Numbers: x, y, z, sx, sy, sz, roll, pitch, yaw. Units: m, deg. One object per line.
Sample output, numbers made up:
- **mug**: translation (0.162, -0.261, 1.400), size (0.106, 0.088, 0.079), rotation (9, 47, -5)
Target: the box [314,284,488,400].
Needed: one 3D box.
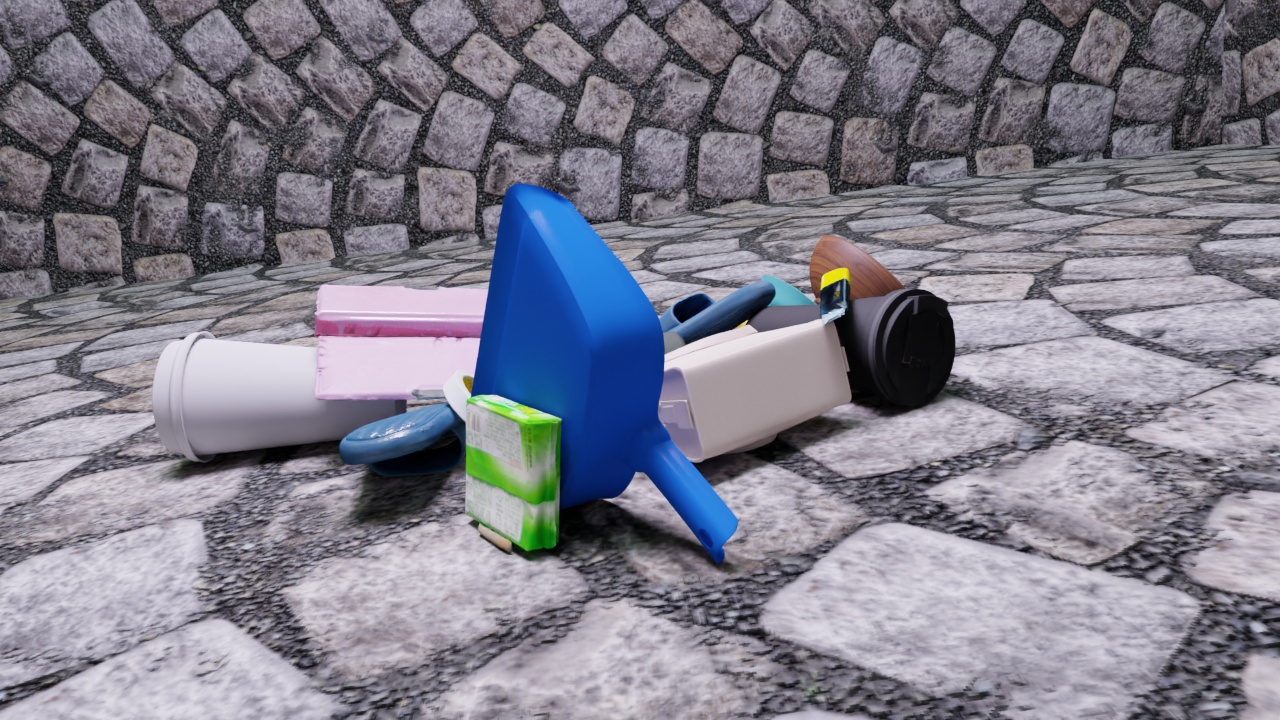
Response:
- **box**: translation (-0.207, -0.026, 0.928), size (0.232, 0.051, 0.180), rotation (0, 35, -19)

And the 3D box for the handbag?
- **handbag**: translation (0.053, 0.028, 0.826), size (0.194, 0.101, 0.198), rotation (-17, 5, -34)

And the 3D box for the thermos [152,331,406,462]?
- **thermos**: translation (-0.356, 0.036, 0.931), size (0.222, 0.131, 0.131), rotation (-1, 14, -6)

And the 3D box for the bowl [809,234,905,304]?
- **bowl**: translation (0.248, -0.073, 1.083), size (0.069, 0.147, 0.147), rotation (-48, 20, -2)

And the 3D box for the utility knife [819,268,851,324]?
- **utility knife**: translation (0.177, -0.058, 0.836), size (0.029, 0.020, 0.186), rotation (-20, 10, 18)

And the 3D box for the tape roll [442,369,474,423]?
- **tape roll**: translation (-0.137, 0.047, 0.835), size (0.019, 0.094, 0.094), rotation (-47, 13, 7)

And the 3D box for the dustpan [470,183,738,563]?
- **dustpan**: translation (-0.029, 0.045, 0.643), size (0.059, 0.246, 0.257), rotation (-12, 44, -33)

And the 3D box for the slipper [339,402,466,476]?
- **slipper**: translation (-0.203, 0.075, 0.812), size (0.104, 0.059, 0.213), rotation (-12, 1, 3)

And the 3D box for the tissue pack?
- **tissue pack**: translation (-0.094, 0.080, 0.661), size (0.034, 0.099, 0.114), rotation (-3, 10, -36)

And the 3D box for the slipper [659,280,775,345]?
- **slipper**: translation (0.061, -0.047, 1.045), size (0.103, 0.059, 0.214), rotation (-17, -8, -43)

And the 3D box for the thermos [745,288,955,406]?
- **thermos**: translation (0.195, -0.017, 0.902), size (0.105, 0.106, 0.219), rotation (-16, 11, -31)

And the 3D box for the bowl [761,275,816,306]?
- **bowl**: translation (0.173, -0.041, 1.050), size (0.046, 0.121, 0.121), rotation (-50, 22, -4)

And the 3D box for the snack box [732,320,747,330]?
- **snack box**: translation (0.139, -0.044, 1.174), size (0.152, 0.025, 0.075), rotation (-7, 15, 1)

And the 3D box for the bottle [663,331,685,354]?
- **bottle**: translation (-0.006, 0.006, 0.978), size (0.108, 0.060, 0.060), rotation (-11, 15, -15)
